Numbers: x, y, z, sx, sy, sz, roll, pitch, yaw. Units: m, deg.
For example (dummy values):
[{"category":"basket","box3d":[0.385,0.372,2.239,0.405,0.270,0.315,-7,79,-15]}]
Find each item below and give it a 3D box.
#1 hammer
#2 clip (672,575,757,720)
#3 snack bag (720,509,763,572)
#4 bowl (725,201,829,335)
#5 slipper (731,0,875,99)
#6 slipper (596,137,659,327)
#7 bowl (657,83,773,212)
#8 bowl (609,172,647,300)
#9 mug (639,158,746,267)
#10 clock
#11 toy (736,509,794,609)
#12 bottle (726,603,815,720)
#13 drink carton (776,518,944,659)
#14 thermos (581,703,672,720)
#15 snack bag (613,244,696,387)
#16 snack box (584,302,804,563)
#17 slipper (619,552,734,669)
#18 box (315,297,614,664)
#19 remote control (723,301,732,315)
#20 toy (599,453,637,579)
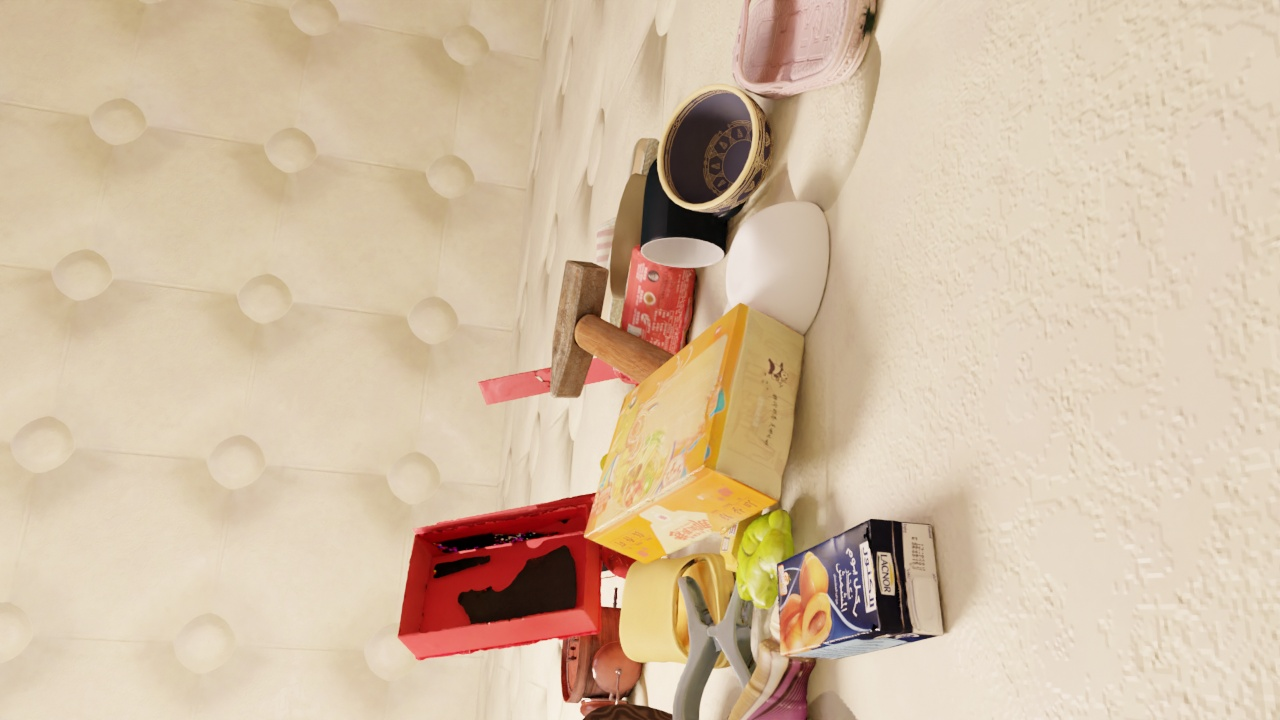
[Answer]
[{"category":"hammer","box3d":[-0.006,0.005,0.945,0.301,0.037,0.158,29,113,53]},{"category":"clip","box3d":[0.047,0.244,0.714,0.112,0.028,0.162,-17,55,33]},{"category":"snack bag","box3d":[0.084,0.118,0.727,0.026,0.020,0.099,-23,48,69]},{"category":"bowl","box3d":[0.101,-0.072,0.726,0.115,0.050,0.114,-174,91,-77]},{"category":"slipper","box3d":[0.112,-0.267,0.754,0.239,0.064,0.094,-128,47,-69]},{"category":"slipper","box3d":[-0.021,-0.161,1.202,0.115,0.052,0.263,-9,-67,-71]},{"category":"bowl","box3d":[0.077,-0.187,0.835,0.113,0.061,0.112,-7,80,42]},{"category":"bowl","box3d":[0.007,-0.143,1.091,0.152,0.050,0.152,12,-91,-81]},{"category":"mug","box3d":[0.057,-0.154,0.910,0.122,0.085,0.094,-11,70,46]},{"category":"clock","box3d":[-0.046,0.351,1.069,0.157,0.072,0.121,-104,25,-58]},{"category":"toy","box3d":[0.091,0.143,0.663,0.093,0.036,0.094,-70,-4,-65]},{"category":"bottle","box3d":[0.086,0.247,0.616,0.060,0.059,0.166,-175,101,-77]},{"category":"drink carton","box3d":[0.125,0.138,0.543,0.130,0.040,0.064,124,149,-62]},{"category":"thermos","box3d":[-0.019,0.417,0.749,0.172,0.172,0.226,-134,59,-73]},{"category":"snack bag","box3d":[0.018,-0.046,1.014,0.082,0.082,0.176,-128,46,-71]},{"category":"snack box","box3d":[0.046,0.069,0.729,0.196,0.080,0.144,-41,28,52]},{"category":"slipper","box3d":[0.017,0.232,0.861,0.264,0.078,0.099,137,142,-66]},{"category":"box","box3d":[-0.169,0.142,0.929,0.197,0.217,0.352,-90,-13,-48]},{"category":"remote control","box3d":[0.092,-0.061,0.837,0.033,0.012,0.131,-99,21,-49]},{"category":"toy","box3d":[-0.011,0.152,0.994,0.131,0.097,0.124,-69,-10,-45]}]
